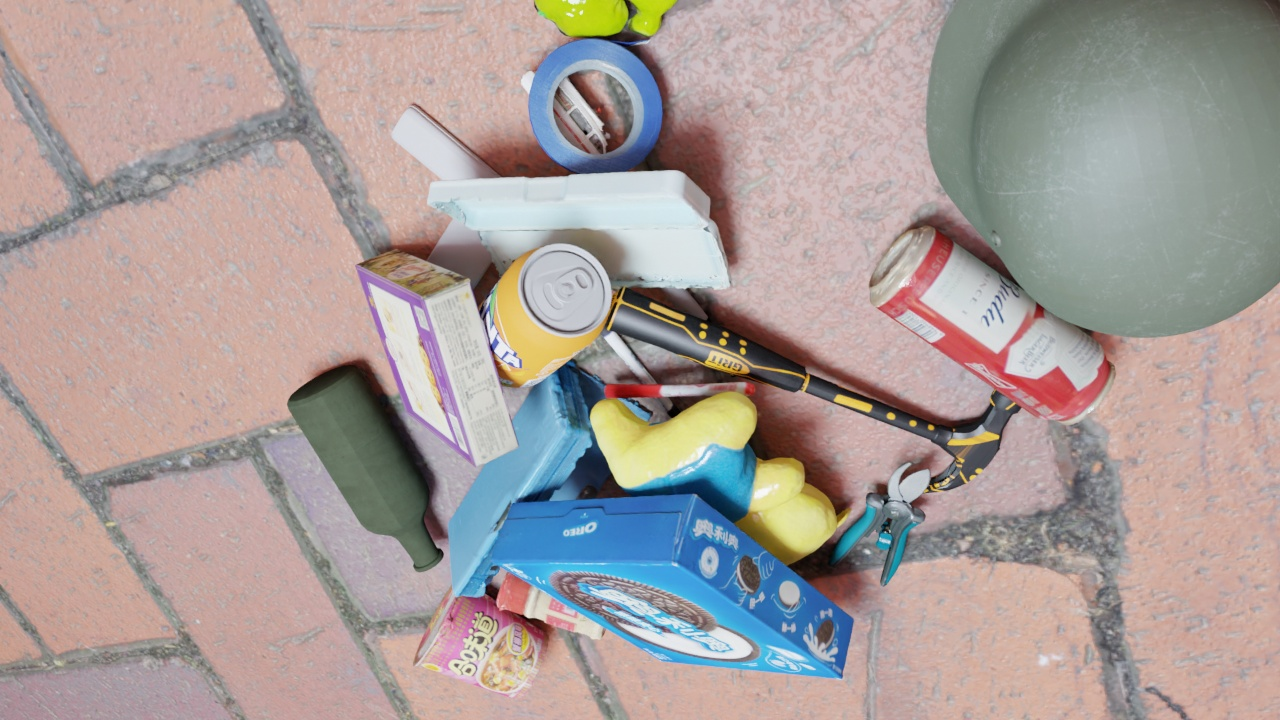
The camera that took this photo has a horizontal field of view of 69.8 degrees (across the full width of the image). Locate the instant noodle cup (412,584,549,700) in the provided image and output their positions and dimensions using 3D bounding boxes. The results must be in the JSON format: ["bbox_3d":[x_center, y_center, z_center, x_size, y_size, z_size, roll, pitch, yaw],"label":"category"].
[{"bbox_3d":[-0.154,0.281,0.913,0.108,0.097,0.098,30,122,-11],"label":"instant noodle cup"}]

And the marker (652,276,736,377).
[{"bbox_3d":[0.036,-0.044,0.721,0.016,0.016,0.140,-33,104,28],"label":"marker"}]

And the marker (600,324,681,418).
[{"bbox_3d":[-0.005,0.004,0.761,0.011,0.011,0.152,-32,105,28],"label":"marker"}]

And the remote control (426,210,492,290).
[{"bbox_3d":[-0.167,-0.063,0.774,0.045,0.008,0.147,38,121,-6],"label":"remote control"}]

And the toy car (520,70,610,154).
[{"bbox_3d":[-0.041,-0.166,0.667,0.039,0.039,0.113,-40,103,8],"label":"toy car"}]

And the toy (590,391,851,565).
[{"bbox_3d":[0.066,0.107,0.727,0.149,0.083,0.214,-7,141,35],"label":"toy"}]

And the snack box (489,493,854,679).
[{"bbox_3d":[0.029,0.186,0.743,0.196,0.056,0.239,-10,140,41],"label":"snack box"}]

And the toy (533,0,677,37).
[{"bbox_3d":[-0.026,-0.253,0.616,0.094,0.036,0.094,-31,112,22],"label":"toy"}]

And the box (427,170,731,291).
[{"bbox_3d":[-0.041,-0.095,0.668,0.197,0.049,0.136,3,155,24],"label":"box"}]

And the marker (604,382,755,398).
[{"bbox_3d":[0.028,0.023,0.716,0.142,0.012,0.013,-3,118,40],"label":"marker"}]

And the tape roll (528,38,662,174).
[{"bbox_3d":[-0.032,-0.174,0.638,0.091,0.016,0.093,-7,101,-7],"label":"tape roll"}]

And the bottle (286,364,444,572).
[{"bbox_3d":[-0.245,0.107,0.852,0.072,0.071,0.207,-16,112,23],"label":"bottle"}]

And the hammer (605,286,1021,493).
[{"bbox_3d":[0.123,0.018,0.705,0.320,0.036,0.123,21,126,-3],"label":"hammer"}]

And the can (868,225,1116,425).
[{"bbox_3d":[0.243,-0.024,0.641,0.170,0.067,0.067,34,121,-3],"label":"can"}]

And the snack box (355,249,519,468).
[{"bbox_3d":[-0.163,-0.005,0.727,0.148,0.040,0.143,24,133,52],"label":"snack box"}]

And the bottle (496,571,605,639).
[{"bbox_3d":[-0.083,0.237,0.892,0.109,0.044,0.044,16,121,6],"label":"bottle"}]

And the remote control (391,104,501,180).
[{"bbox_3d":[-0.137,-0.145,0.718,0.131,0.012,0.033,39,121,-7],"label":"remote control"}]

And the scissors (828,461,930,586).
[{"bbox_3d":[0.202,0.141,0.760,0.128,0.019,0.153,-18,119,32],"label":"scissors"}]

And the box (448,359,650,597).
[{"bbox_3d":[-0.082,0.116,0.819,0.102,0.094,0.232,16,125,-27],"label":"box"}]

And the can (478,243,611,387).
[{"bbox_3d":[-0.078,-0.031,0.689,0.079,0.079,0.143,42,154,-8],"label":"can"}]

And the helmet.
[{"bbox_3d":[0.292,-0.109,0.531,0.227,0.153,0.268,-15,124,23],"label":"helmet"}]
